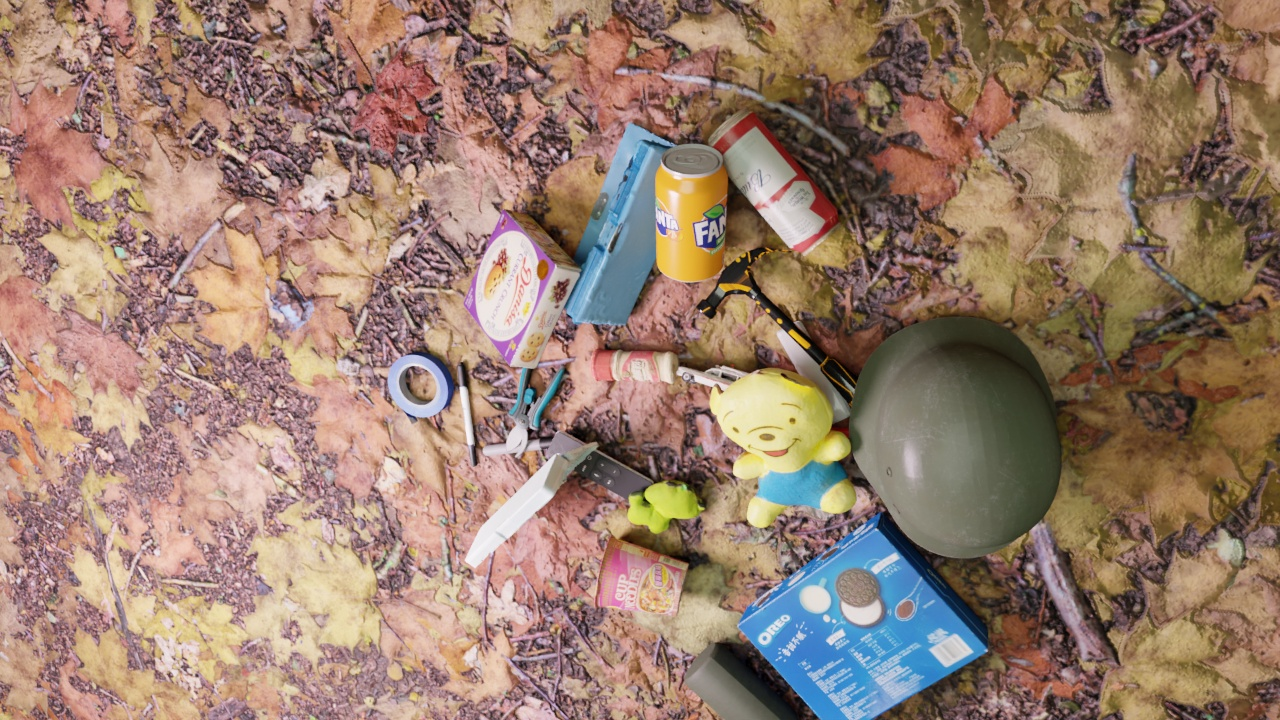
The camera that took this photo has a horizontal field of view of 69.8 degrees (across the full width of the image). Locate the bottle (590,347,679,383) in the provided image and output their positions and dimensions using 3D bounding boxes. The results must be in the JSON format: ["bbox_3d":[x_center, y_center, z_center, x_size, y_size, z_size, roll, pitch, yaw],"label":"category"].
[{"bbox_3d":[-0.007,0.007,1.149,0.109,0.044,0.044,2,106,18],"label":"bottle"}]

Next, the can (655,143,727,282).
[{"bbox_3d":[0.057,-0.163,1.031,0.079,0.078,0.143,12,134,15],"label":"can"}]

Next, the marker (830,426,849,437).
[{"bbox_3d":[0.188,0.083,1.120,0.142,0.012,0.013,3,106,19],"label":"marker"}]

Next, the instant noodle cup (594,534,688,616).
[{"bbox_3d":[0.003,0.289,1.205,0.109,0.097,0.098,12,109,8],"label":"instant noodle cup"}]

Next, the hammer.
[{"bbox_3d":[0.217,0.000,1.066,0.320,0.036,0.123,44,94,0],"label":"hammer"}]

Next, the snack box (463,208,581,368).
[{"bbox_3d":[-0.149,-0.089,1.132,0.148,0.040,0.144,47,119,40],"label":"snack box"}]

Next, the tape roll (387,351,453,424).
[{"bbox_3d":[-0.305,0.034,1.275,0.093,0.016,0.091,-29,95,24],"label":"tape roll"}]

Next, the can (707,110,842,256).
[{"bbox_3d":[0.149,-0.197,1.021,0.067,0.067,0.170,-41,90,24],"label":"can"}]

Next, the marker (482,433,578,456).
[{"bbox_3d":[-0.151,0.115,1.245,0.141,0.016,0.016,-9,102,22],"label":"marker"}]

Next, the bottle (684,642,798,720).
[{"bbox_3d":[0.155,0.466,1.211,0.207,0.071,0.072,41,114,4],"label":"bottle"}]

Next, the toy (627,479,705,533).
[{"bbox_3d":[0.032,0.188,1.191,0.094,0.036,0.094,23,123,-5],"label":"toy"}]

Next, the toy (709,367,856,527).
[{"bbox_3d":[0.166,0.093,1.067,0.149,0.083,0.214,-12,120,27],"label":"toy"}]

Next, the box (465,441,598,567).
[{"bbox_3d":[-0.143,0.180,1.179,0.049,0.136,0.198,48,125,2],"label":"box"}]

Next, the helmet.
[{"bbox_3d":[0.345,0.097,0.964,0.227,0.153,0.268,-9,99,8],"label":"helmet"}]

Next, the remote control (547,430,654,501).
[{"bbox_3d":[-0.053,0.142,1.211,0.146,0.008,0.045,29,121,2],"label":"remote control"}]

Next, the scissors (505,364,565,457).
[{"bbox_3d":[-0.146,0.053,1.219,0.128,0.019,0.153,-18,95,19],"label":"scissors"}]

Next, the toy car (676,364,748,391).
[{"bbox_3d":[0.103,0.022,1.120,0.113,0.039,0.039,19,90,14],"label":"toy car"}]

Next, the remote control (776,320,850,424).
[{"bbox_3d":[0.207,0.016,1.092,0.033,0.012,0.131,-28,94,24],"label":"remote control"}]

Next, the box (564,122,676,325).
[{"bbox_3d":[-0.030,-0.163,1.101,0.102,0.094,0.232,42,119,36],"label":"box"}]

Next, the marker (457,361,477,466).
[{"bbox_3d":[-0.239,0.075,1.267,0.011,0.011,0.152,0,106,19],"label":"marker"}]

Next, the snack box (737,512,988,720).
[{"bbox_3d":[0.271,0.332,1.140,0.195,0.056,0.239,48,115,1],"label":"snack box"}]
